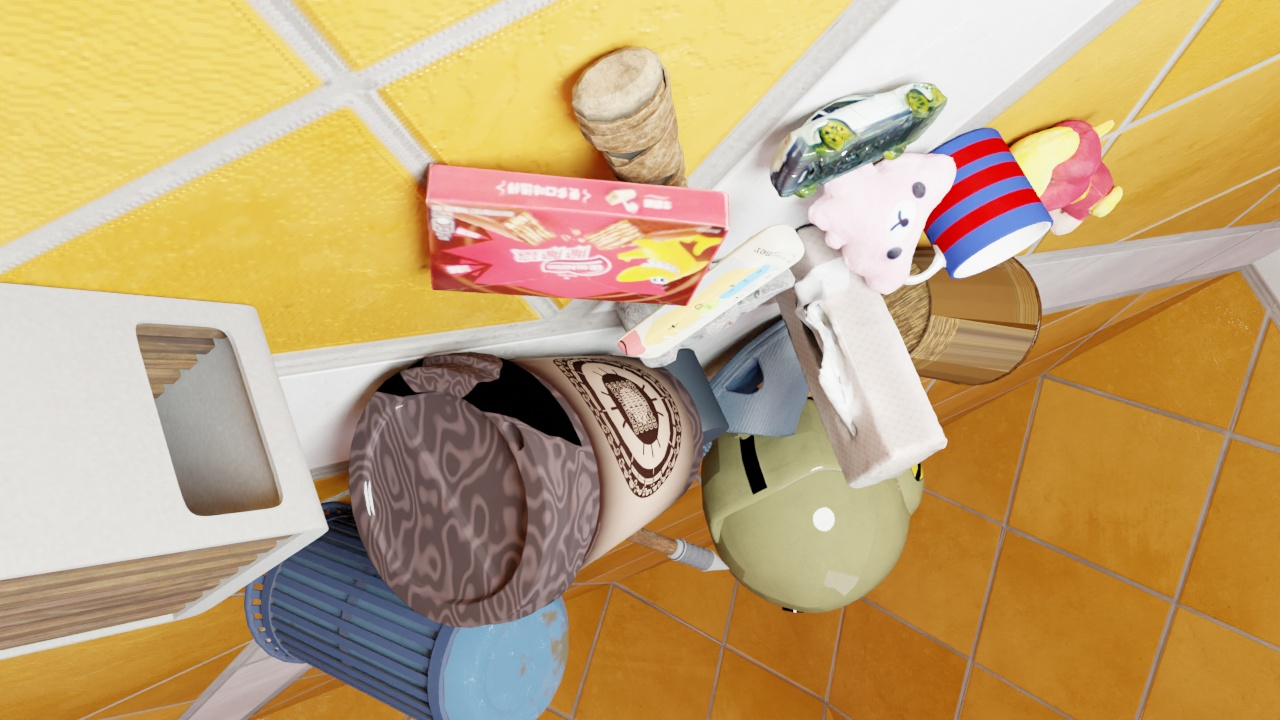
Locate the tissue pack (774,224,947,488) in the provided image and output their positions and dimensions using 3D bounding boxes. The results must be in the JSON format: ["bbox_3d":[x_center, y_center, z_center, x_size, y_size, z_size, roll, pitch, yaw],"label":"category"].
[{"bbox_3d":[0.142,-0.005,0.657,0.071,0.181,0.104,-13,162,-10],"label":"tissue pack"}]

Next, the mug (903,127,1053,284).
[{"bbox_3d":[0.216,-0.100,0.642,0.112,0.076,0.075,-27,164,8],"label":"mug"}]

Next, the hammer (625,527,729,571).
[{"bbox_3d":[-0.030,0.158,0.883,0.322,0.043,0.156,27,126,-32],"label":"hammer"}]

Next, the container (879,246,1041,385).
[{"bbox_3d":[0.253,-0.043,0.809,0.167,0.132,0.132,0,152,-44],"label":"container"}]

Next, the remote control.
[{"bbox_3d":[0.040,-0.038,0.541,0.126,0.018,0.038,-36,160,23],"label":"remote control"}]

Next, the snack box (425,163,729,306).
[{"bbox_3d":[-0.033,-0.056,0.436,0.133,0.021,0.089,3,159,-9],"label":"snack box"}]

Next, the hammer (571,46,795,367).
[{"bbox_3d":[0.021,-0.074,0.512,0.121,0.049,0.319,-28,162,3],"label":"hammer"}]

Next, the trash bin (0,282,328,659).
[{"bbox_3d":[-0.262,0.048,0.357,0.115,0.114,0.228,-32,162,27],"label":"trash bin"}]

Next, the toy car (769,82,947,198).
[{"bbox_3d":[0.117,-0.124,0.502,0.105,0.033,0.048,-24,163,-17],"label":"toy car"}]

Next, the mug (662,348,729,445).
[{"bbox_3d":[0.016,0.047,0.824,0.105,0.077,0.071,-24,164,-2],"label":"mug"}]

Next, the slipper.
[{"bbox_3d":[0.101,0.054,0.880,0.264,0.082,0.101,-46,159,16],"label":"slipper"}]

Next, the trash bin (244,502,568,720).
[{"bbox_3d":[-0.182,0.204,0.724,0.250,0.139,0.139,7,-174,38],"label":"trash bin"}]

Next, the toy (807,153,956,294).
[{"bbox_3d":[0.152,-0.096,0.596,0.095,0.052,0.099,12,111,-30],"label":"toy"}]

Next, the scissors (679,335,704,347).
[{"bbox_3d":[0.003,0.006,0.791,0.090,0.014,0.172,-9,156,-40],"label":"scissors"}]

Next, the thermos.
[{"bbox_3d":[-0.063,0.072,0.649,0.173,0.172,0.225,-33,169,30],"label":"thermos"}]

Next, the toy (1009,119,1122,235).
[{"bbox_3d":[0.316,-0.142,0.698,0.137,0.067,0.106,3,143,-40],"label":"toy"}]

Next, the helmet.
[{"bbox_3d":[0.175,0.144,1.007,0.251,0.255,0.232,-31,165,22],"label":"helmet"}]
